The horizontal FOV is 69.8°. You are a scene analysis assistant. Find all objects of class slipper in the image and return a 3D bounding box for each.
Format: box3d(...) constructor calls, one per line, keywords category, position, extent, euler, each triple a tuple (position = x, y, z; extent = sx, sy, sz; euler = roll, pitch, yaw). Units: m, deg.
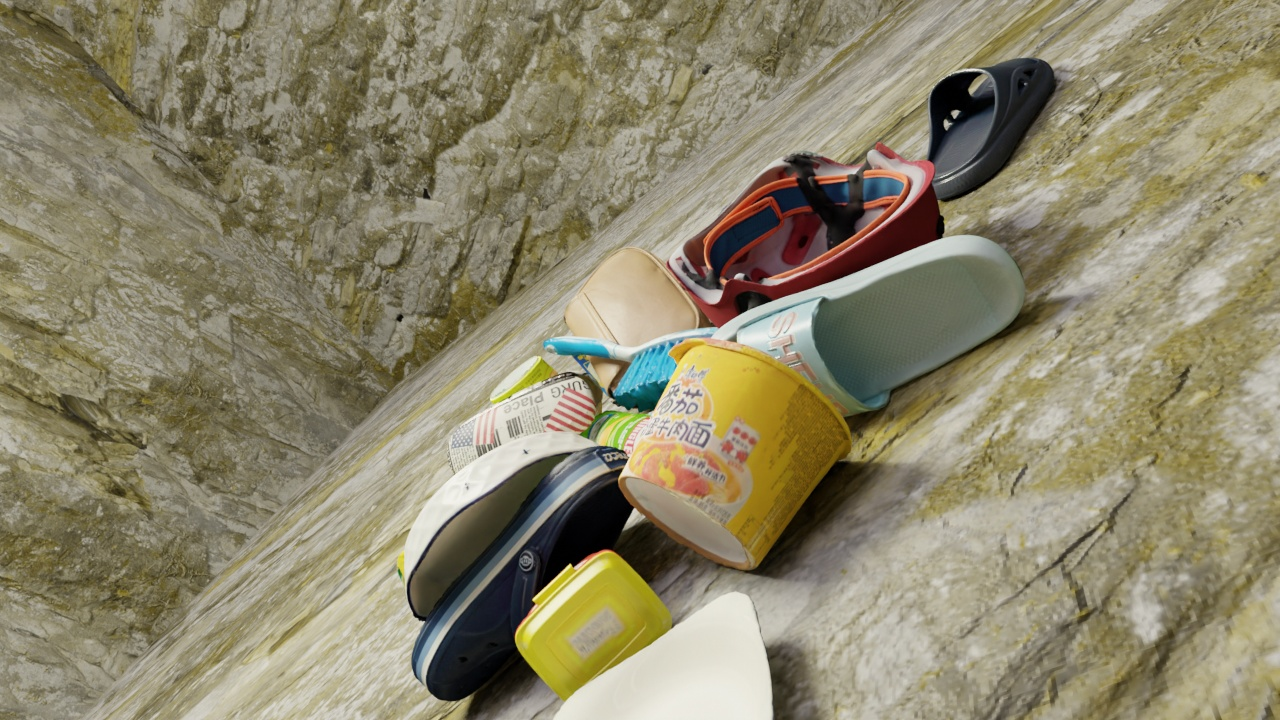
box3d(category="slipper", position=(-0.075, 0.180, 0.721), extent=(0.253, 0.095, 0.105), euler=(-53, -34, 14))
box3d(category="slipper", position=(0.156, -0.008, 0.668), extent=(0.246, 0.104, 0.074), euler=(-26, 21, 29))
box3d(category="slipper", position=(0.363, -0.274, 0.985), extent=(0.111, 0.083, 0.267), euler=(-22, 24, 48))

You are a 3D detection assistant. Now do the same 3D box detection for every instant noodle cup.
box3d(category="instant noodle cup", position=(-0.115, 0.064, 1.114), extent=(0.112, 0.123, 0.111), euler=(-37, 14, 11))
box3d(category="instant noodle cup", position=(0.058, 0.069, 0.629), extent=(0.109, 0.138, 0.138), euler=(-54, 17, -20))

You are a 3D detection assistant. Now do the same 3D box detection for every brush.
box3d(category="brush", position=(-0.006, 0.006, 0.956), extent=(0.315, 0.060, 0.109), euler=(-8, 47, 38))

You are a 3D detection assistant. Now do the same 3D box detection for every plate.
box3d(category="plate", position=(0.010, 0.212, 0.492), extent=(0.164, 0.034, 0.164), euler=(-37, 13, 14))
box3d(category="plate", position=(-0.106, 0.135, 0.762), extent=(0.204, 0.045, 0.205), euler=(-28, -32, -19))

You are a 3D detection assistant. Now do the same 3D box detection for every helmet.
box3d(category="helmet", position=(0.161, -0.080, 0.796), extent=(0.206, 0.144, 0.240), euler=(-44, 29, -23))

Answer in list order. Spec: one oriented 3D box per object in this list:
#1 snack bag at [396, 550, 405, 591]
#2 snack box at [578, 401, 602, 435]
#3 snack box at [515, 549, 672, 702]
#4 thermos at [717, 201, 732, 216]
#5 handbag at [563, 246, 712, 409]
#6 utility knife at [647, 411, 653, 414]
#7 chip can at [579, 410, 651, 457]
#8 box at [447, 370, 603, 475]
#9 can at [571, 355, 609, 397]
box3d(category="snack bag", position=(-0.171, 0.175, 0.944), extent=(0.158, 0.068, 0.247), euler=(-42, 1, -10))
box3d(category="snack box", position=(-0.067, 0.096, 0.987), extent=(0.027, 0.077, 0.155), euler=(3, 25, 8))
box3d(category="snack box", position=(-0.036, 0.178, 0.633), extent=(0.091, 0.082, 0.080), euler=(-42, 3, -9))
box3d(category="thermos", position=(0.148, -0.164, 1.156), extent=(0.073, 0.073, 0.223), euler=(-36, -3, 18))
box3d(category="handbag", position=(0.001, -0.036, 1.086), extent=(0.148, 0.100, 0.204), euler=(-36, 45, 3))
box3d(category="utility knife", position=(0.061, 0.031, 0.968), extent=(0.202, 0.015, 0.033), euler=(-31, 17, 32))
box3d(category="chip can", position=(0.011, 0.083, 0.825), extent=(0.072, 0.072, 0.236), euler=(-44, 13, -16))
box3d(category="box", position=(-0.113, 0.072, 0.916), extent=(0.162, 0.075, 0.086), euler=(-23, 42, 10))
box3d(category="can", position=(-0.032, -0.012, 1.217), extent=(0.102, 0.083, 0.057), euler=(-35, 15, 21))
